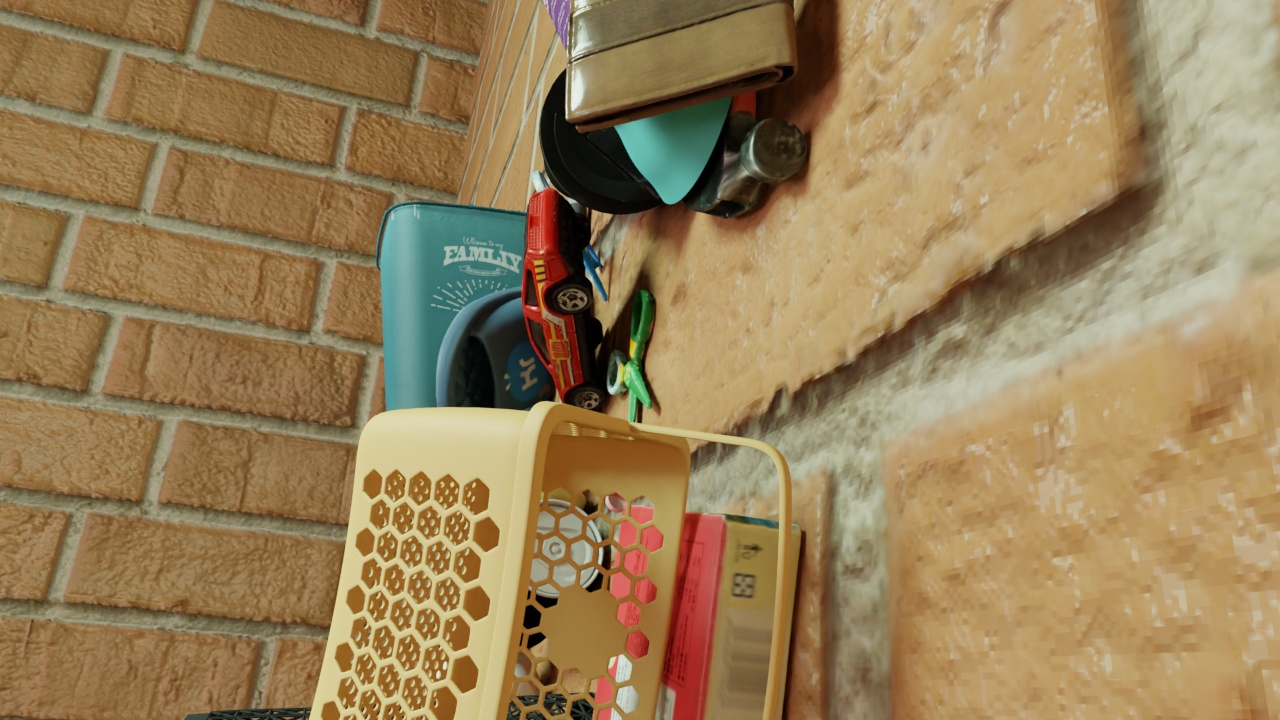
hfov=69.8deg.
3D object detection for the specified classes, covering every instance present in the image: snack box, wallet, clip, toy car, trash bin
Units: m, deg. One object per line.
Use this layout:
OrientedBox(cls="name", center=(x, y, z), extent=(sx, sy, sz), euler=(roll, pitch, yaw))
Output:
OrientedBox(cls="snack box", center=(0.019, 0.143, 0.431), extent=(0.145, 0.040, 0.142), euler=(159, 120, -71))
OrientedBox(cls="wallet", center=(0.018, -0.172, 0.462), extent=(0.027, 0.121, 0.098), euler=(34, -128, -59))
OrientedBox(cls="clip", center=(-0.015, 0.073, 0.623), extent=(0.050, 0.023, 0.058), euler=(134, 142, -54))
OrientedBox(cls="toy car", center=(-0.056, -0.035, 0.696), extent=(0.190, 0.056, 0.081), euler=(81, -175, -48))
OrientedBox(cls="trash bin", center=(-0.141, 0.292, 0.515), extent=(0.217, 0.243, 0.217), euler=(-170, 91, -74))
OrientedBox(cls="trash bin", center=(-0.184, -0.023, 0.979), extent=(0.200, 0.196, 0.218), euler=(135, 136, -63))

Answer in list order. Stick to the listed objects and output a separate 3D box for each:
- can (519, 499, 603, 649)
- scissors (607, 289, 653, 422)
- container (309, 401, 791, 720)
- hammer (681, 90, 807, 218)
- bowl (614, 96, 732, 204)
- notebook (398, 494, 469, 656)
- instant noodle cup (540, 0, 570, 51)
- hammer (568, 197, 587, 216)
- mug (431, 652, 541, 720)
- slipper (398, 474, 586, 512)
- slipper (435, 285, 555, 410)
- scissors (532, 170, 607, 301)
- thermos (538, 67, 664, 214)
OrientedBox(cls="can", center=(-0.082, 0.163, 0.687), extent=(0.146, 0.080, 0.080), euler=(124, 151, -54))
OrientedBox(cls="scissors", center=(-0.009, 0.014, 0.652), extent=(0.117, 0.012, 0.129), euler=(128, 150, -60))
OrientedBox(cls="container", center=(-0.027, 0.112, 0.341), extent=(0.167, 0.129, 0.183), euler=(5, 82, 30))
OrientedBox(cls="hammer", center=(0.068, -0.242, 0.525), extent=(0.133, 0.033, 0.332), euler=(157, 123, -72))
OrientedBox(cls="bowl", center=(0.011, -0.153, 0.516), extent=(0.121, 0.046, 0.121), euler=(-168, 91, -73))
OrientedBox(cls="notebook", center=(-0.158, 0.160, 0.881), extent=(0.216, 0.034, 0.189), euler=(-39, 37, 27))
OrientedBox(cls="instant noodle cup", center=(-0.016, -0.283, 0.718), extent=(0.137, 0.122, 0.121), euler=(-23, 56, 16))
OrientedBox(cls="hammer", center=(-0.065, -0.130, 0.901), extent=(0.125, 0.029, 0.310), euler=(148, 130, -69))
OrientedBox(cls="mug", center=(-0.114, 0.284, 0.729), extent=(0.090, 0.076, 0.123), euler=(63, -176, -65))
OrientedBox(cls="slipper", center=(-0.139, 0.090, 0.796), extent=(0.264, 0.099, 0.078), euler=(2, 59, 47))
OrientedBox(cls="slipper", center=(-0.098, -0.012, 0.758), extent=(0.213, 0.059, 0.104), euler=(-44, -46, -53))
OrientedBox(cls="scissors", center=(-0.058, -0.107, 0.781), extent=(0.013, 0.129, 0.125), euler=(-32, 3, 8))
OrientedBox(cls="thermos", center=(-0.028, -0.160, 0.684), extent=(0.218, 0.105, 0.106), euler=(-144, 65, -78))
